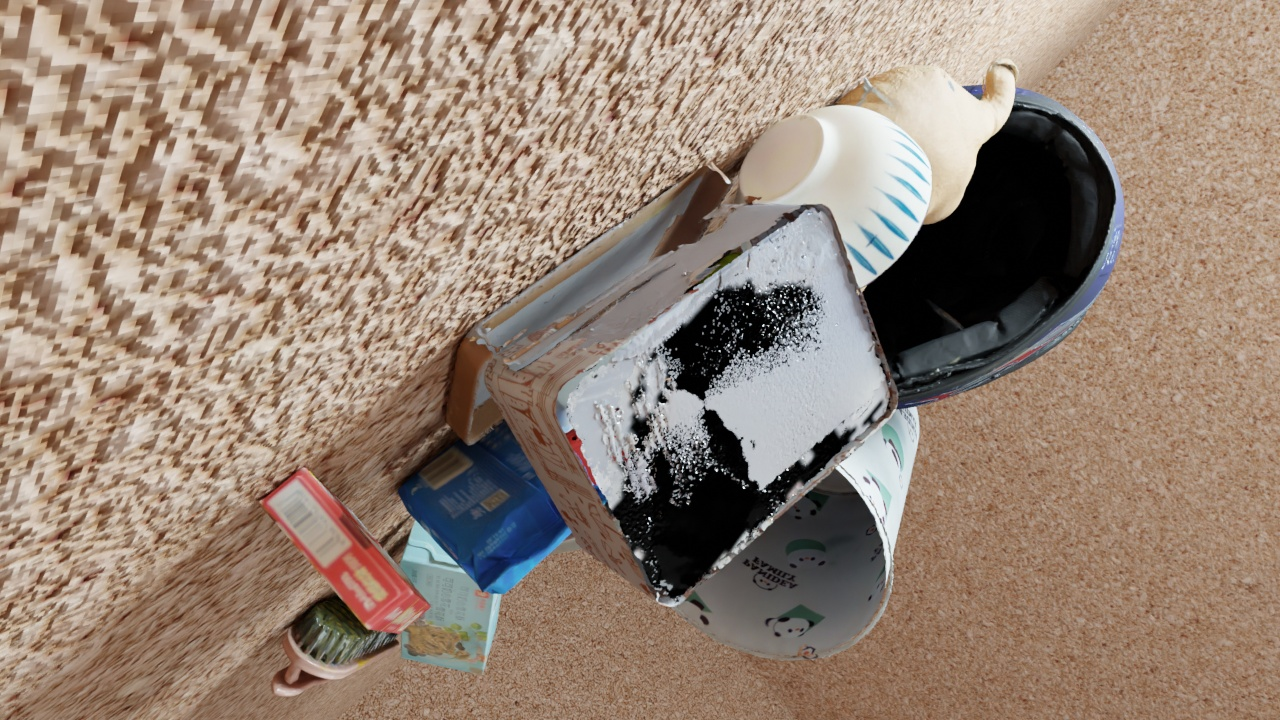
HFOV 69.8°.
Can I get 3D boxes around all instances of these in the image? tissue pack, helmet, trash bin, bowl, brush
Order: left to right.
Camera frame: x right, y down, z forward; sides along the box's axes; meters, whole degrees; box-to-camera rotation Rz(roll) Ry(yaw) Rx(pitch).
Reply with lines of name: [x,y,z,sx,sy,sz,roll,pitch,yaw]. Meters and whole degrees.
brush: [-0.249,0.233,0.753,0.073,0.063,0.145,-52,173,0]
tissue pack: [-0.085,0.086,0.566,0.094,0.052,0.157,-37,-152,-19]
trash bin: [0.146,0.109,0.858,0.230,0.229,0.251,-47,176,35]
bowl: [0.099,-0.099,0.529,0.117,0.116,0.066,-44,129,17]
helmet: [0.249,-0.089,0.803,0.316,0.247,0.240,-35,175,7]

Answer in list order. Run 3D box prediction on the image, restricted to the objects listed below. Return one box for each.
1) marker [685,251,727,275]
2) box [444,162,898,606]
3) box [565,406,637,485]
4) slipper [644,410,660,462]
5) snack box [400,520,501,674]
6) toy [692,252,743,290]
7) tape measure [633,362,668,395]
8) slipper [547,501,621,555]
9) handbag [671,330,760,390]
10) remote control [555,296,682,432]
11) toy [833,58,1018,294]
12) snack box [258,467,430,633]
marker: [0.008,-0.043,0.657,0.132,0.020,0.022,-40,-170,-9]
box: [-0.005,-0.001,0.495,0.182,0.154,0.185,-36,-156,-22]
box: [-0.098,0.106,0.826,0.201,0.095,0.101,-34,-148,-3]
slipper: [-0.014,0.084,0.989,0.105,0.095,0.252,-42,178,21]
snack box: [-0.154,0.195,0.756,0.175,0.074,0.051,105,-2,-46]
toy: [0.060,-0.060,0.805,0.100,0.031,0.096,-42,172,6]
tape measure: [-0.005,0.005,0.774,0.066,0.033,0.065,-56,161,19]
slipper: [-0.112,0.168,0.985,0.113,0.054,0.275,-27,-172,-41]
handbag: [0.091,-0.016,0.958,0.193,0.093,0.233,-56,164,12]
remote control: [-0.020,-0.008,0.591,0.124,0.049,0.024,-40,170,-22]
toy: [0.179,-0.140,0.638,0.226,0.082,0.143,-42,142,5]
snack box: [-0.143,0.101,0.463,0.025,0.075,0.153,-40,174,-18]
